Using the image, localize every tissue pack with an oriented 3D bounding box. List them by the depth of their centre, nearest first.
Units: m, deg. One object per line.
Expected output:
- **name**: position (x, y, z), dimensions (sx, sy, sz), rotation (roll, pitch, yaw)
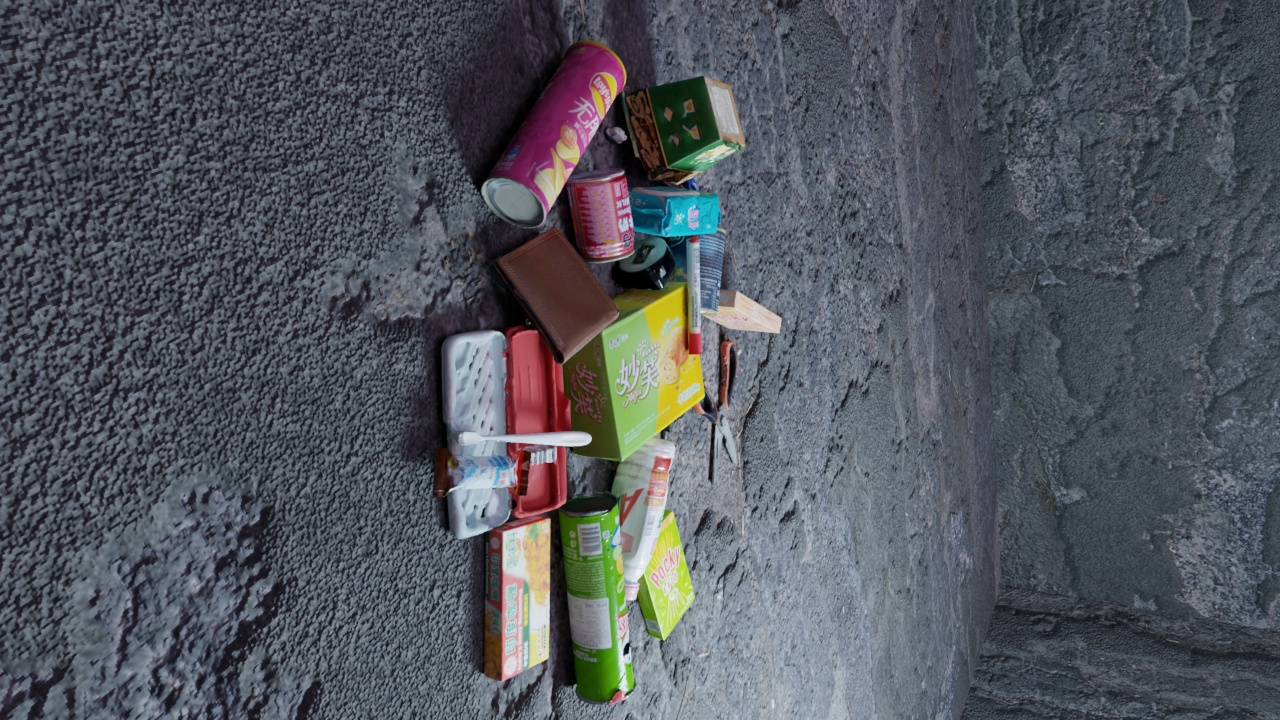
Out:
- **tissue pack**: position (0.027, -0.180, 1.098), dimensions (0.133, 0.093, 0.050), rotation (-15, 116, -51)

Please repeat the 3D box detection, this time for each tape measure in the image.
- **tape measure**: position (0.007, -0.117, 1.104), dimensions (0.065, 0.066, 0.033), rotation (-62, 139, -32)

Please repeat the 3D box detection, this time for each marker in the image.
- **marker**: position (0.065, -0.079, 1.117), dimensions (0.017, 0.017, 0.145), rotation (-9, 98, -58)

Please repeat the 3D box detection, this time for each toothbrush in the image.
- **toothbrush**: position (-0.114, 0.077, 0.912), dimensions (0.179, 0.016, 0.016), rotation (6, 95, -49)
- **toothbrush**: position (0.015, -0.241, 1.137), dimensions (0.181, 0.018, 0.015), rotation (29, 62, -51)
- **toothbrush**: position (0.032, 0.158, 1.222), dimensions (0.014, 0.017, 0.189), rotation (0, 94, -54)

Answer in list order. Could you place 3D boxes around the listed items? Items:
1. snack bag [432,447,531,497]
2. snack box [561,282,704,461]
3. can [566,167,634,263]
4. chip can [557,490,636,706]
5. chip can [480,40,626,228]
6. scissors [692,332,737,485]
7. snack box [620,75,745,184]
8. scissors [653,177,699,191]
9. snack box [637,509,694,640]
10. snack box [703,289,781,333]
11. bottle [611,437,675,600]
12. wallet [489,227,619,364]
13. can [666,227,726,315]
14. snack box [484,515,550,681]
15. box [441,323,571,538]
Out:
- **snack bag**: position (-0.150, 0.106, 0.870), dimensions (0.104, 0.026, 0.048), rotation (10, 80, -45)
- **snack box**: position (-0.006, 0.006, 1.090), dimensions (0.209, 0.070, 0.158), rotation (-33, 120, -53)
- **can**: position (-0.043, -0.161, 1.018), dimensions (0.066, 0.067, 0.094), rotation (-35, 122, -51)
- **chip can**: position (-0.050, 0.271, 1.047), dimensions (0.072, 0.072, 0.236), rotation (-24, 113, -55)
- **chip can**: position (-0.085, -0.234, 0.938), dimensions (0.071, 0.071, 0.210), rotation (58, 47, -43)
- **scissors**: position (0.116, 0.070, 1.349), dimensions (0.225, 0.015, 0.188), rotation (59, 45, -44)
- **snack box**: position (0.058, -0.285, 1.106), dimensions (0.118, 0.106, 0.117), rotation (-15, 90, -61)
- **scissors**: position (0.053, -0.261, 1.215), dimensions (0.173, 0.012, 0.162), rotation (-55, 134, -40)
- **snack box**: position (0.027, 0.282, 1.209), dimensions (0.085, 0.026, 0.156), rotation (-42, 128, -43)
- **snack box**: position (0.130, -0.070, 1.290), dimensions (0.157, 0.085, 0.026), rotation (19, 80, -57)
- **bottle**: position (-0.007, 0.189, 1.117), dimensions (0.068, 0.068, 0.197), rotation (17, 82, -57)
- **wallet**: position (-0.088, -0.069, 0.942), dimensions (0.124, 0.032, 0.101), rotation (54, 43, -5)
- **can**: position (0.069, -0.116, 1.195), dimensions (0.075, 0.075, 0.111), rotation (11, 84, -58)
- **snack box**: position (-0.128, 0.246, 0.959), dimensions (0.076, 0.027, 0.156), rotation (-5, 97, -57)
- **box**: position (-0.137, 0.066, 0.924), dimensions (0.157, 0.039, 0.201), rotation (-9, 102, -45)
